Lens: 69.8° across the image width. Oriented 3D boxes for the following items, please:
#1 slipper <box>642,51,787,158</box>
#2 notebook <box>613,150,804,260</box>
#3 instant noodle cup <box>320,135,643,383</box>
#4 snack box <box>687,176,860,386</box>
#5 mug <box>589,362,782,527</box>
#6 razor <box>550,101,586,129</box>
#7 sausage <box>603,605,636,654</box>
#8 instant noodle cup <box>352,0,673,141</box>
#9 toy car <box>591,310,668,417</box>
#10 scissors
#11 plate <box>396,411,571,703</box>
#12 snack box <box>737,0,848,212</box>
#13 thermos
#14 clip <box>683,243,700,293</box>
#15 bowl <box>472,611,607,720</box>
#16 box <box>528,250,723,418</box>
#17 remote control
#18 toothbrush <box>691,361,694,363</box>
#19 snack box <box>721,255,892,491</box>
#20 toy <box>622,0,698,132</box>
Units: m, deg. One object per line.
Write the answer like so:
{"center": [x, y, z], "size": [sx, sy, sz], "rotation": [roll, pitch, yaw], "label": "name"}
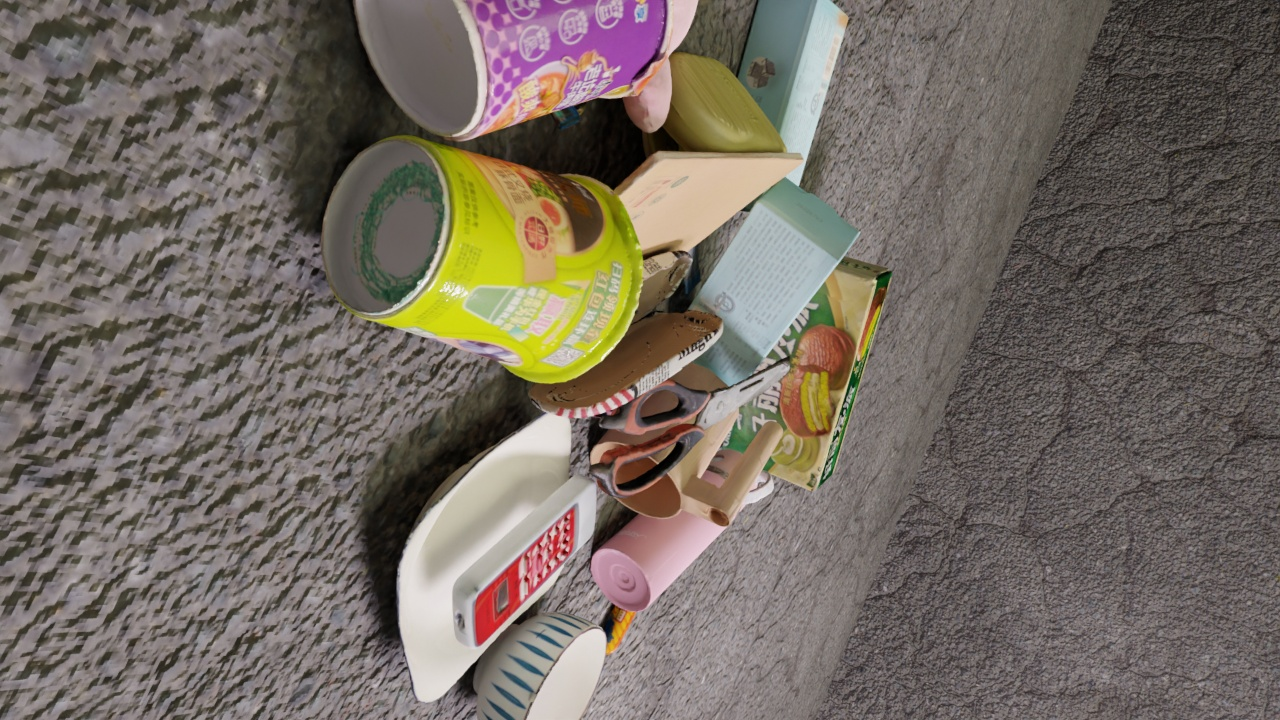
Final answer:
{"center": [0.037, -0.153, 0.618], "size": [0.082, 0.091, 0.190], "rotation": [-33, 177, 21], "label": "slipper"}
{"center": [0.010, -0.085, 0.581], "size": [0.148, 0.008, 0.207], "rotation": [-35, 172, 32], "label": "notebook"}
{"center": [-0.077, -0.050, 0.433], "size": [0.123, 0.112, 0.112], "rotation": [11, 100, -57], "label": "instant noodle cup"}
{"center": [0.093, -0.055, 0.725], "size": [0.051, 0.074, 0.175], "rotation": [-48, 173, -43], "label": "snack box"}
{"center": [0.039, 0.068, 0.731], "size": [0.103, 0.125, 0.084], "rotation": [-51, 150, -36], "label": "mug"}
{"center": [-0.023, -0.169, 0.539], "size": [0.042, 0.022, 0.142], "rotation": [55, 41, -8], "label": "razor"}
{"center": [0.000, 0.214, 0.890], "size": [0.165, 0.021, 0.021], "rotation": [-61, 154, -15], "label": "sausage"}
{"center": [-0.058, -0.150, 0.390], "size": [0.099, 0.111, 0.112], "rotation": [-37, 142, -35], "label": "instant noodle cup"}
{"center": [-0.004, 0.004, 0.675], "size": [0.122, 0.056, 0.037], "rotation": [-45, 140, -39], "label": "toy car"}
{"center": [0.047, 0.026, 0.676], "size": [0.208, 0.015, 0.185], "rotation": [-54, 140, -16], "label": "scissors"}
{"center": [-0.104, 0.120, 0.590], "size": [0.163, 0.034, 0.164], "rotation": [-40, 143, -47], "label": "plate"}
{"center": [0.110, -0.205, 0.738], "size": [0.074, 0.052, 0.175], "rotation": [-10, 117, -60], "label": "snack box"}
{"center": [0.047, 0.150, 0.847], "size": [0.198, 0.087, 0.067], "rotation": [-32, 114, -45], "label": "thermos"}
{"center": [0.035, -0.082, 0.730], "size": [0.026, 0.038, 0.058], "rotation": [-44, 147, -39], "label": "clip"}
{"center": [-0.083, 0.241, 0.692], "size": [0.116, 0.066, 0.117], "rotation": [-46, 148, -40], "label": "bowl"}
{"center": [-0.007, -0.009, 0.611], "size": [0.162, 0.087, 0.076], "rotation": [-33, 169, -44], "label": "box"}
{"center": [-0.071, 0.128, 0.596], "size": [0.135, 0.020, 0.056], "rotation": [-38, 140, -48], "label": "remote control"}
{"center": [0.057, 0.063, 0.888], "size": [0.016, 0.018, 0.192], "rotation": [-52, 150, -30], "label": "toothbrush"}
{"center": [0.170, 0.006, 0.954], "size": [0.063, 0.114, 0.240], "rotation": [-24, 131, -56], "label": "snack box"}
{"center": [0.002, -0.205, 0.485], "size": [0.121, 0.054, 0.159], "rotation": [64, 30, -59], "label": "toy"}
